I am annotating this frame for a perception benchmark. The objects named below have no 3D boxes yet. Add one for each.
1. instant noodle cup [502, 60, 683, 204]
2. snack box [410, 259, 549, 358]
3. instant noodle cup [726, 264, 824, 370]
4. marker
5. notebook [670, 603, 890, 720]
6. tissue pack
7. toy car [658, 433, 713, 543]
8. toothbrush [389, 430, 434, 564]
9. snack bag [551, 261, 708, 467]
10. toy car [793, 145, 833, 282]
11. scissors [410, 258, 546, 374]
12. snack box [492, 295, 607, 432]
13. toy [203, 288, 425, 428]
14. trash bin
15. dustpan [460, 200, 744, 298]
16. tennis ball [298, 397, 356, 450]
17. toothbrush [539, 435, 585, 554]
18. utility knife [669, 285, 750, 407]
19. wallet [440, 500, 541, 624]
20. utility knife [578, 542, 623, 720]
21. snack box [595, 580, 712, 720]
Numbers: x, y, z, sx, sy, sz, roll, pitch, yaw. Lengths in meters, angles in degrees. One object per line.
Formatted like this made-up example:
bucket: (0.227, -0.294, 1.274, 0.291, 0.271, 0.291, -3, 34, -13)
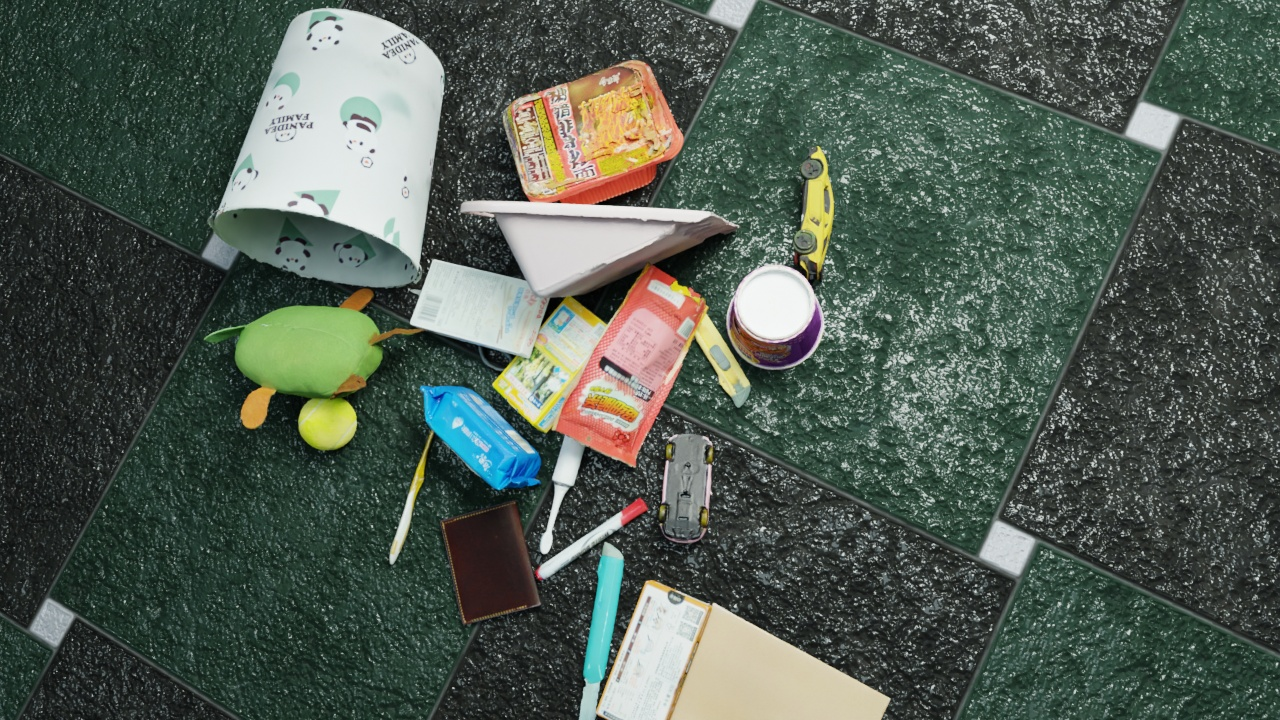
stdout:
instant noodle cup: (-0.053, -0.253, 1.061, 0.189, 0.079, 0.164, -19, 59, 3)
snack box: (-0.187, -0.061, 1.068, 0.157, 0.027, 0.084, 15, 81, 21)
instant noodle cup: (0.145, -0.051, 1.001, 0.112, 0.099, 0.111, -2, 81, 10)
marker: (-0.055, 0.201, 1.028, 0.145, 0.017, 0.017, -35, 77, 1)
notebook: (0.137, 0.373, 0.973, 0.208, 0.008, 0.147, 26, 85, 12)
tissue pack: (-0.179, 0.087, 1.027, 0.157, 0.095, 0.052, 43, 94, 13)
toy car: (0.052, 0.141, 1.014, 0.056, 0.037, 0.122, 4, 68, 6)
toothbrush: (-0.257, 0.145, 1.069, 0.018, 0.016, 0.191, 16, 82, 2)
snack bag: (-0.006, 0.006, 1.007, 0.073, 0.128, 0.208, 25, 85, 50)
toy car: (0.195, -0.165, 1.027, 0.041, 0.071, 0.155, 4, 80, 10)
scissors: (-0.193, -0.057, 1.098, 0.174, 0.014, 0.159, -11, 76, 8)
snack box: (-0.095, 0.003, 1.046, 0.140, 0.034, 0.087, -49, 54, -4)
toy: (-0.375, -0.009, 1.058, 0.247, 0.090, 0.226, 9, 45, 28)
trash bin: (-0.341, -0.239, 1.050, 0.230, 0.229, 0.251, 6, 76, 9)
dustpan: (-0.047, -0.159, 0.987, 0.274, 0.222, 0.139, -23, 89, 11)
tennis ball: (-0.365, 0.072, 1.071, 0.065, 0.065, 0.065, -1, 80, 8)
toothbrush: (-0.080, 0.111, 1.043, 0.026, 0.026, 0.221, 18, 83, -17)
utility knife: (0.078, -0.021, 1.051, 0.031, 0.018, 0.165, -31, 73, -4)
wallet: (-0.172, 0.229, 1.040, 0.096, 0.020, 0.122, -17, 79, 10)
utility knife: (-0.046, 0.305, 1.009, 0.029, 0.013, 0.205, 8, 79, 8)
snack box: (0.015, 0.322, 0.987, 0.075, 0.026, 0.153, 19, 83, 20)
